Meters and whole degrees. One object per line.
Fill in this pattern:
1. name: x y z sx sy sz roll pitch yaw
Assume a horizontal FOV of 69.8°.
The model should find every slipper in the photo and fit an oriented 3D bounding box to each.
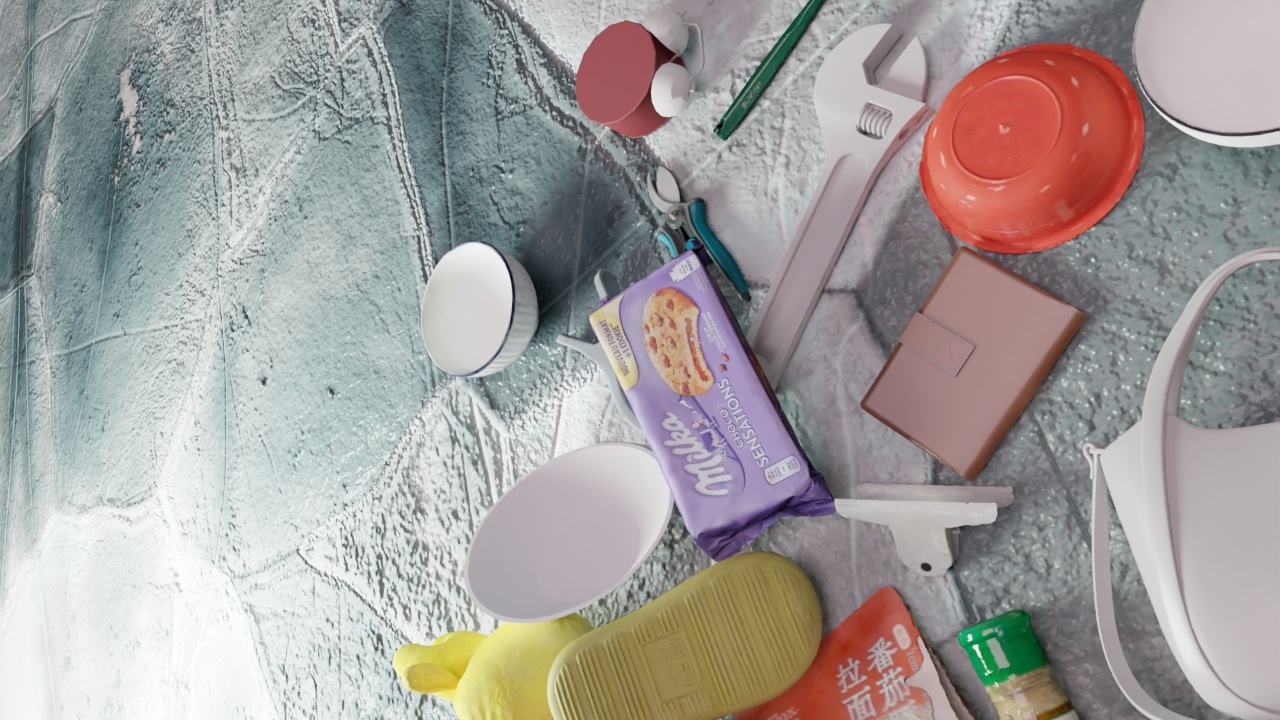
1. slipper: 0.031 0.199 0.620 0.190 0.081 0.091 -24 75 -2

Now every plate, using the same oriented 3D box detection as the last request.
1. plate: -0.048 0.137 0.698 0.174 0.036 0.173 -20 32 13

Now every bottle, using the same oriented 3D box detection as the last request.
1. bottle: 0.220 0.196 0.508 0.043 0.043 0.111 -35 65 30

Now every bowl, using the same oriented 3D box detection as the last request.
1. bowl: 0.316 -0.160 0.461 0.114 0.063 0.113 -6 81 39
2. bowl: -0.131 -0.041 0.807 0.118 0.062 0.118 -6 81 38
3. bowl: 0.222 -0.131 0.545 0.131 0.045 0.130 -6 81 38

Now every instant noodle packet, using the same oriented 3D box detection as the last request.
1. instant noodle packet: 0.144 0.269 0.545 0.165 0.084 0.220 -49 39 26

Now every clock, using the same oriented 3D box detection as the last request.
1. clock: 0.000 -0.228 0.737 0.125 0.044 0.087 -14 76 37

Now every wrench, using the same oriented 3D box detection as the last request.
1. wrench: 0.120 -0.098 0.642 0.087 0.018 0.273 34 107 36

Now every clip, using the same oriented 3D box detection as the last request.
1. clip: 0.177 0.099 0.568 0.102 0.054 0.057 -4 47 39
2. clip: -0.011 0.014 0.726 0.106 0.027 0.163 -52 56 20

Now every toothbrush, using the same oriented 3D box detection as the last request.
1. toothbrush: 0.111 -0.243 0.667 0.190 0.017 0.016 -53 56 20

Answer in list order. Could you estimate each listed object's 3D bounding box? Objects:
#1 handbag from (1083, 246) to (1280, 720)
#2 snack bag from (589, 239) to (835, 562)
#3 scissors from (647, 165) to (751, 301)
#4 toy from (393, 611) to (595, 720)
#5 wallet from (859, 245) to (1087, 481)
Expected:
1. handbag: 0.307 0.051 0.428 0.216 0.095 0.222 -21 66 33
2. snack bag: 0.048 0.028 0.634 0.096 0.058 0.205 -29 75 17
3. scissors: 0.042 -0.090 0.702 0.150 0.019 0.131 14 91 40
4. toy: -0.099 0.235 0.697 0.208 0.133 0.092 -11 83 35
5. wallet: 0.201 0.001 0.566 0.087 0.013 0.121 38 108 31
